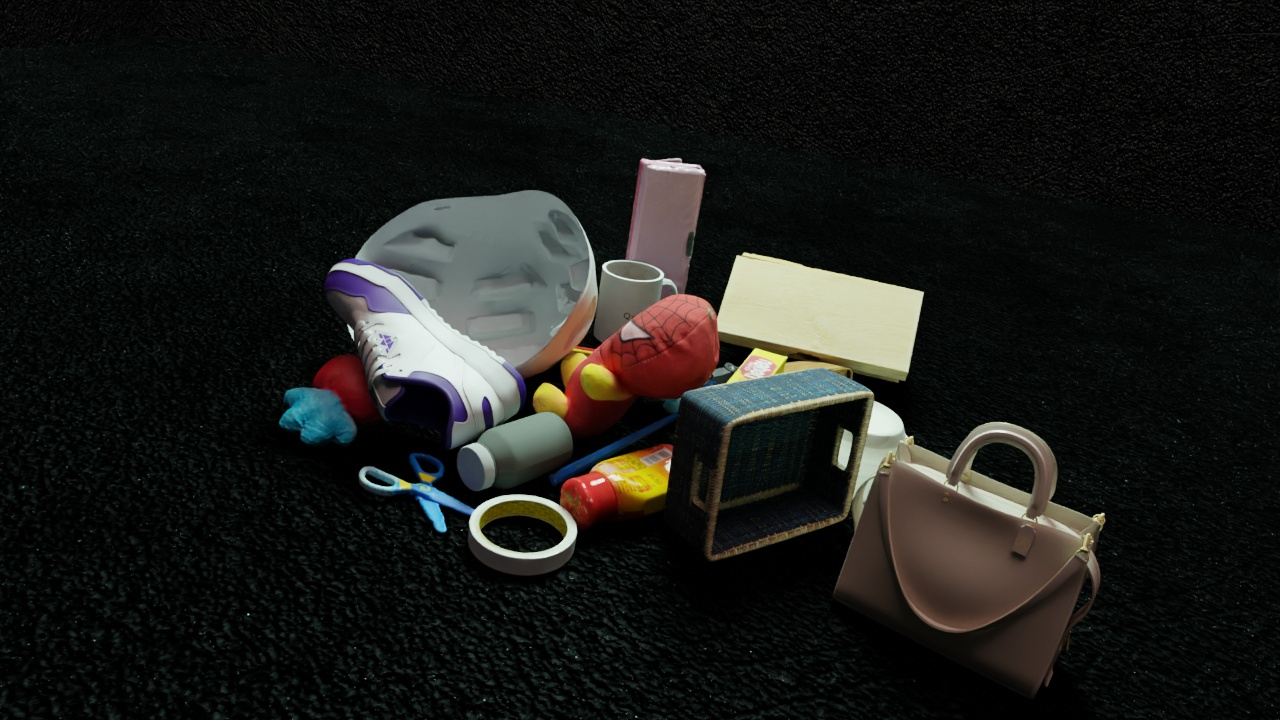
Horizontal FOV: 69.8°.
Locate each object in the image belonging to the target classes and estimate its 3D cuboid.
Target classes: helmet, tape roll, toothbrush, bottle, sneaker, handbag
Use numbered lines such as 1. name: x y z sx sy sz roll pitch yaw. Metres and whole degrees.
1. helmet: -0.191 -0.072 1.046 0.282 0.184 0.224 -9 62 -12
2. tape roll: -0.103 0.151 0.803 0.094 0.019 0.094 8 25 -4
3. toothbrush: -0.006 0.071 0.899 0.190 0.017 0.016 -29 10 -2
4. bottle: -0.120 0.089 0.886 0.060 0.060 0.108 28 30 36
5. bottle: -0.013 0.120 0.868 0.134 0.048 0.071 -12 34 -39
6. sneaker: -0.239 0.002 0.907 0.244 0.092 0.110 35 50 11
7. handbag: 0.269 0.139 0.741 0.195 0.198 0.101 23 28 28

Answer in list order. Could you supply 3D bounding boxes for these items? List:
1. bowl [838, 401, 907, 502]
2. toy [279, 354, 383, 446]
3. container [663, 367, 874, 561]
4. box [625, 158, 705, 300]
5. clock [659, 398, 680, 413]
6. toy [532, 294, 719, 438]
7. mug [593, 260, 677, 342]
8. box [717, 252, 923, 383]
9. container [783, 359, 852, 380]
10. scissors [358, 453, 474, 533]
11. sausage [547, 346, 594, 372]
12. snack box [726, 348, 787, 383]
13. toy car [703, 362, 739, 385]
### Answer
1. bowl: 0.239 0.084 1.014 0.176 0.058 0.176 9 27 -5
2. toy: -0.303 0.042 0.934 0.092 0.062 0.132 23 43 19
3. container: 0.119 0.092 0.859 0.187 0.145 0.071 -8 26 -34
4. box: 0.021 -0.171 1.302 0.099 0.233 0.080 2 24 -13
5. clock: 0.031 0.024 1.053 0.042 0.087 0.123 -37 67 -2
6. toy: -0.006 0.006 0.964 0.217 0.099 0.147 -27 21 29
7. mug: -0.001 -0.078 1.255 0.119 0.096 0.083 -6 28 -31
8. box: 0.238 -0.058 1.222 0.249 0.142 0.179 13 7 12
9. container: 0.195 0.035 1.122 0.113 0.063 0.061 -6 21 -30
10. scissors: -0.206 0.121 0.840 0.109 0.018 0.131 -4 28 -29
11. sausage: -0.058 0.003 1.124 0.155 0.040 0.040 11 24 6
12. snack box: 0.107 0.063 0.984 0.042 0.092 0.200 16 25 17
13. toy car: 0.091 0.033 1.113 0.091 0.042 0.036 -13 57 -41
